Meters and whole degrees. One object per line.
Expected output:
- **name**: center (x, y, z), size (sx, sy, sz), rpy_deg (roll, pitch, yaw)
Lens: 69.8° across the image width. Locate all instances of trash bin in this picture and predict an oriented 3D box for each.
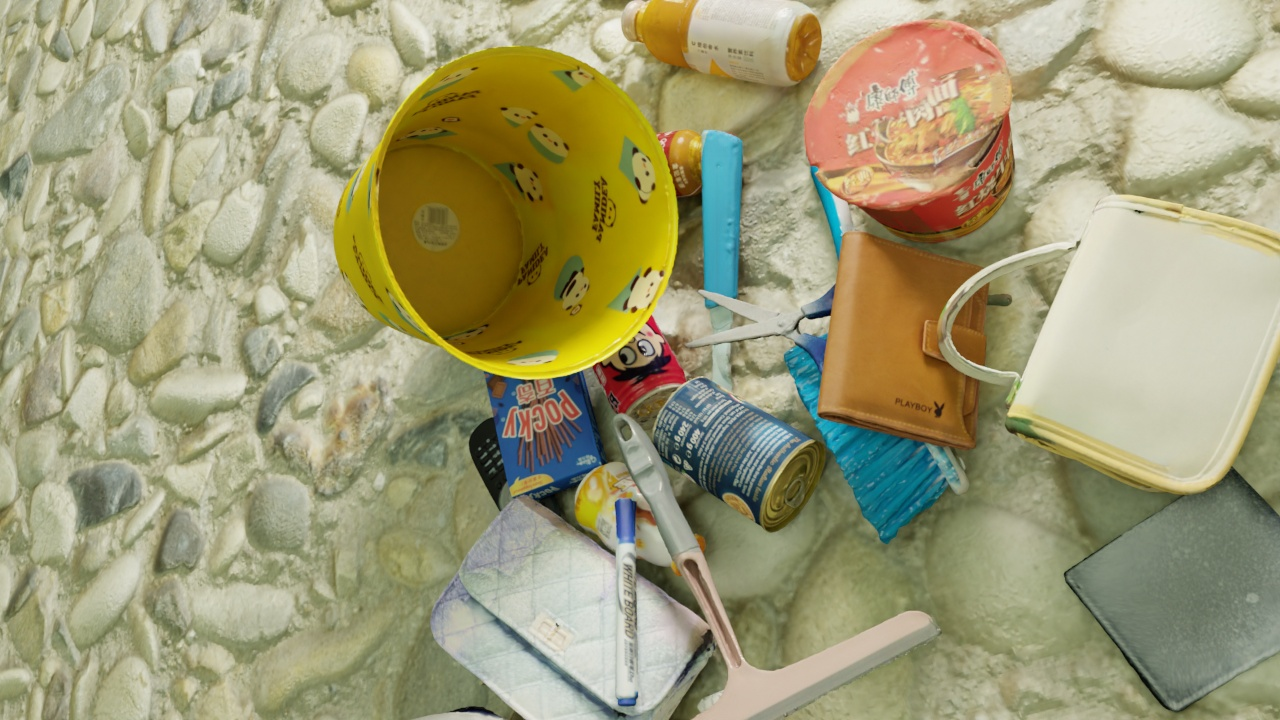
- **trash bin**: center (-0.131, -0.106, 0.746), size (0.256, 0.229, 0.229), rpy_deg (5, 77, 61)

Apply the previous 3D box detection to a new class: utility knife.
- **utility knife**: center (0.065, -0.067, 0.742), size (0.034, 0.018, 0.238), rpy_deg (1, 90, 20)

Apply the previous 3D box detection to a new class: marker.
- **marker**: center (-0.010, 0.170, 0.656), size (0.017, 0.017, 0.145), rpy_deg (-17, 58, 27)

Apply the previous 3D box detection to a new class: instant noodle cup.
- **instant noodle cup**: center (0.199, -0.153, 0.654), size (0.138, 0.108, 0.137), rpy_deg (-10, 71, 29)

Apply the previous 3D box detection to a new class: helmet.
- **helmet**: center (-0.095, 0.354, 0.649), size (0.274, 0.156, 0.230), rpy_deg (35, 133, 40)

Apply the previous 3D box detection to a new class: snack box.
- **snack box**: center (-0.087, 0.040, 0.810), size (0.084, 0.026, 0.157), rpy_deg (-21, 62, 8)

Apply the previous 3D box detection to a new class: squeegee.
- **squeegee**: center (0.034, 0.140, 0.637), size (0.248, 0.040, 0.249), rpy_deg (-31, 57, 7)

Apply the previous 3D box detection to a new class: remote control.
- **remote control**: center (-0.110, 0.109, 0.820), size (0.053, 0.024, 0.136), rpy_deg (-41, 60, 9)

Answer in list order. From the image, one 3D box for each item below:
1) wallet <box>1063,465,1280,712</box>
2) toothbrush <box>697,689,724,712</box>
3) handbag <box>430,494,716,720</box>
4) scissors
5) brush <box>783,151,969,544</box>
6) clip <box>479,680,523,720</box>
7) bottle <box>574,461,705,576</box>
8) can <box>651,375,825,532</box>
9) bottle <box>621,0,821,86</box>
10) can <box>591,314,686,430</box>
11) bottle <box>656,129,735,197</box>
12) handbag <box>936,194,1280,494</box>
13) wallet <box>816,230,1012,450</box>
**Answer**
- **wallet**: center (0.331, 0.135, 0.542), size (0.121, 0.019, 0.097), rpy_deg (-41, 59, 17)
- **toothbrush**: center (0.118, 0.218, 0.650), size (0.180, 0.016, 0.016), rpy_deg (-29, 64, 22)
- **handbag**: center (-0.054, 0.206, 0.694), size (0.194, 0.076, 0.134), rpy_deg (31, 73, 20)
- **scissors**: center (0.117, -0.022, 0.663), size (0.162, 0.012, 0.164), rpy_deg (-32, 56, 10)
- **brush**: center (0.153, -0.026, 0.684), size (0.110, 0.060, 0.314), rpy_deg (-32, 59, 14)
- **clip**: center (-0.091, 0.263, 0.759), size (0.100, 0.034, 0.071), rpy_deg (-43, 59, 20)
- **bottle**: center (0.000, 0.127, 0.723), size (0.108, 0.063, 0.063), rpy_deg (30, 92, 34)
- **can**: center (0.071, 0.068, 0.687), size (0.111, 0.075, 0.075), rpy_deg (30, 93, 33)
- **bottle**: center (0.064, -0.286, 0.802), size (0.190, 0.068, 0.068), rpy_deg (24, 89, 35)
- **can**: center (-0.005, 0.004, 0.760), size (0.067, 0.066, 0.093), rpy_deg (-38, 60, 17)
- **bottle**: center (0.004, -0.169, 0.812), size (0.175, 0.057, 0.057), rpy_deg (-1, 75, 30)
- **handbag**: center (0.283, -0.019, 0.568), size (0.179, 0.063, 0.163), rpy_deg (23, 88, 18)
- **wallet**: center (0.182, -0.012, 0.610), size (0.119, 0.035, 0.130), rpy_deg (12, 72, -3)
